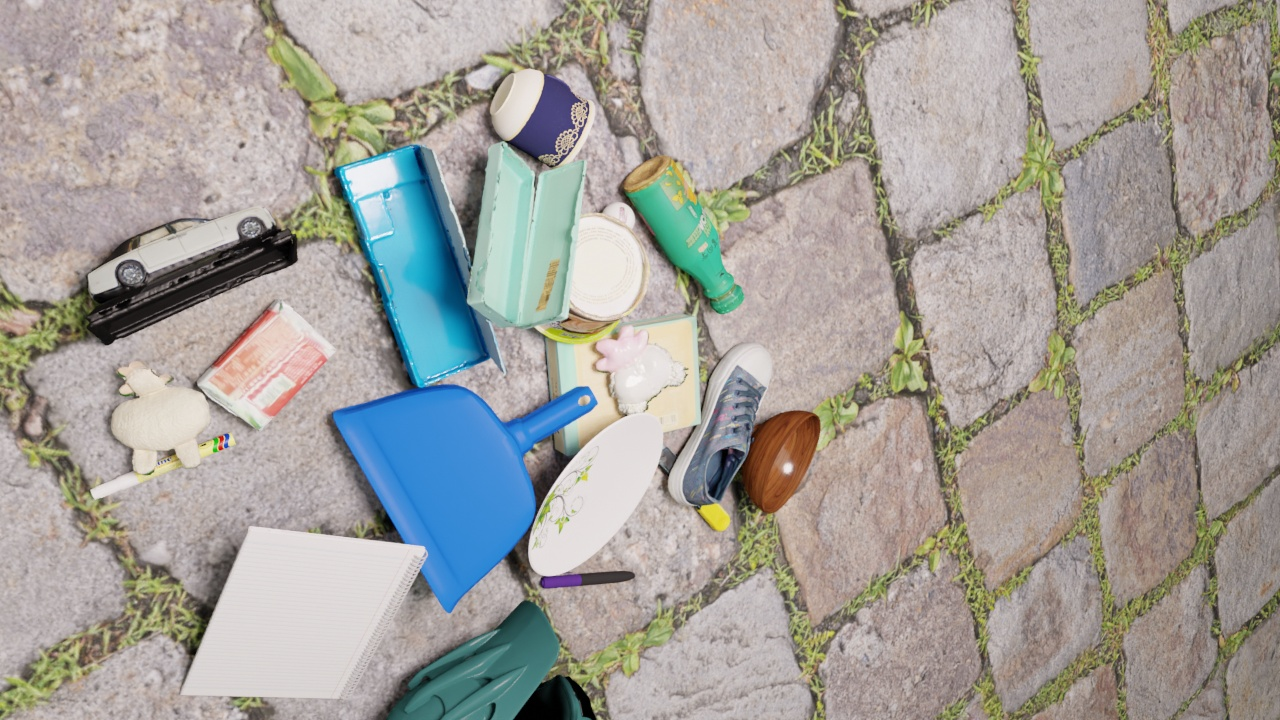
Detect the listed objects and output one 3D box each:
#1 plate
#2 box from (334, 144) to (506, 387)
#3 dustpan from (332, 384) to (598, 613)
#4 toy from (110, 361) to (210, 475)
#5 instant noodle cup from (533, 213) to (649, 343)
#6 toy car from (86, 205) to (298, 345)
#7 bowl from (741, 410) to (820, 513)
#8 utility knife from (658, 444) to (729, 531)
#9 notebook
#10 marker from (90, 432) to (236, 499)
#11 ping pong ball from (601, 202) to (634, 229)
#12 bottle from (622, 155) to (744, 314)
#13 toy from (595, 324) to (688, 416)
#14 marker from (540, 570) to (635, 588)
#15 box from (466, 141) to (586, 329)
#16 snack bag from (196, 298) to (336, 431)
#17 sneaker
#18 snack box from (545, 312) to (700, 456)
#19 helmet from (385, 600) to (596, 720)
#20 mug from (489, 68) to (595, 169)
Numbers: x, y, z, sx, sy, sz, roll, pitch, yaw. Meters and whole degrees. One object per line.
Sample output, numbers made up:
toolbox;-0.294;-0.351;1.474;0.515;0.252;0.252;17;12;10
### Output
plate;-0.059;0.154;1.094;0.228;0.030;0.230;-39;149;-30
box;-0.216;-0.091;0.939;0.093;0.115;0.243;-24;112;-23
dustpan;-0.159;0.101;1.010;0.257;0.059;0.245;-30;96;-12
toy;-0.455;0.053;0.869;0.087;0.050;0.112;-15;98;-8
instant noodle cup;-0.061;-0.096;1.017;0.146;0.098;0.146;4;81;-27
toy car;-0.421;-0.091;0.849;0.191;0.094;0.071;-29;93;-21
bowl;0.175;0.125;1.233;0.146;0.069;0.147;-40;144;-37
utility knife;0.067;0.168;1.219;0.028;0.020;0.172;-50;121;-20
notebook;-0.347;0.270;0.948;0.177;0.013;0.246;15;120;-32
marker;-0.466;0.103;0.899;0.132;0.014;0.014;-24;112;-23
ping pong ball;-0.027;-0.165;1.075;0.040;0.040;0.040;-7;105;-29
bottle;0.060;-0.146;1.113;0.068;0.068;0.210;-44;119;-15
toy;-0.006;0.006;1.074;0.095;0.041;0.109;-39;115;-4
marker;-0.066;0.277;1.170;0.133;0.015;0.018;3;72;-31
box;-0.106;-0.130;0.929;0.077;0.093;0.187;44;45;-57
snack bag;-0.372;0.005;0.918;0.115;0.036;0.077;-50;119;-11
sneaker;0.121;0.087;1.187;0.087;0.079;0.235;34;76;-33
snack box;-0.017;0.026;1.123;0.193;0.044;0.141;-11;105;-28
helmet;-0.180;0.420;1.040;0.274;0.176;0.200;-42;121;-13
mug;-0.109;-0.273;0.987;0.089;0.086;0.111;25;53;-29
